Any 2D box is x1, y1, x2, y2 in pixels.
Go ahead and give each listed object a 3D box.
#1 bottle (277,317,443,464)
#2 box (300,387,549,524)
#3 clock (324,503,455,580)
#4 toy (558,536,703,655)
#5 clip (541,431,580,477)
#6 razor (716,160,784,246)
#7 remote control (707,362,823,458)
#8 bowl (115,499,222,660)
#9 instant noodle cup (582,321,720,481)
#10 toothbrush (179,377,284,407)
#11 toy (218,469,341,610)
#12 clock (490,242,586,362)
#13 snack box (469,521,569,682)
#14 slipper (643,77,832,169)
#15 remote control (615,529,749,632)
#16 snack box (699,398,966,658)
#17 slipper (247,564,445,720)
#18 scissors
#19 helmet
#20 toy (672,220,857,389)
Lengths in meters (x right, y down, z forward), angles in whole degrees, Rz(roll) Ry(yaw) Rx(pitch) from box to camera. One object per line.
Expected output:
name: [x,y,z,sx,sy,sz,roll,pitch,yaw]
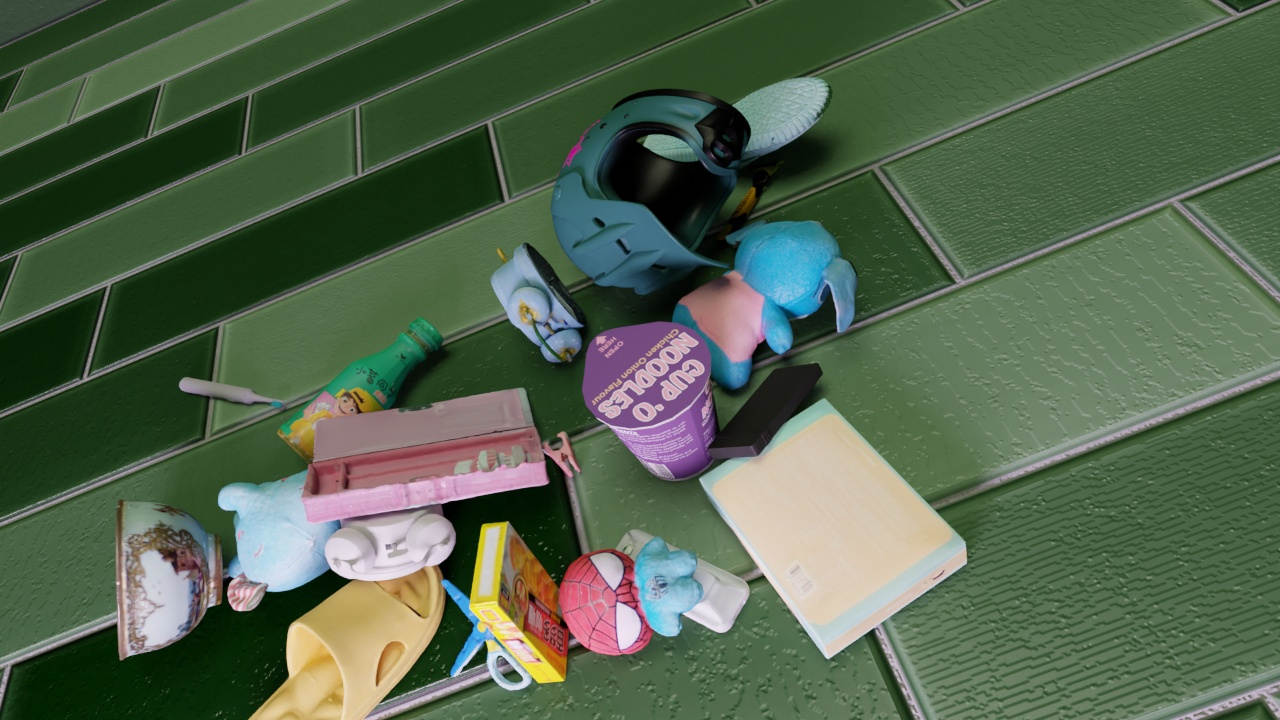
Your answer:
bottle: [-0.319,0.033,1.068,0.068,0.068,0.209,30,68,38]
box: [-0.219,0.095,0.942,0.232,0.040,0.179,-8,25,-10]
clock: [-0.240,0.170,0.889,0.120,0.061,0.159,-8,22,-10]
toy: [-0.009,0.202,0.788,0.133,0.062,0.092,-22,74,20]
clip: [-0.076,0.094,0.949,0.060,0.023,0.045,18,62,40]
razor: [0.126,-0.190,1.102,0.044,0.021,0.143,1,49,46]
remote control: [0.120,0.047,0.871,0.058,0.013,0.133,-9,27,48]
bowl: [-0.484,0.219,0.944,0.093,0.160,0.159,-1,39,-28]
instant noodle cup: [0.018,0.046,0.878,0.121,0.122,0.137,-42,48,-15]
toothbrush: [-0.525,0.042,1.181,0.188,0.018,0.019,7,53,28]
toy: [-0.386,0.164,0.965,0.181,0.115,0.183,14,63,44]
clock: [-0.112,-0.062,1.031,0.060,0.118,0.162,-35,40,7]
snack box: [-0.097,0.206,0.770,0.025,0.152,0.075,-10,48,13]
slipper: [0.119,-0.282,1.156,0.277,0.069,0.115,-1,51,42]
remote control: [0.031,0.192,0.816,0.133,0.022,0.050,19,61,34]
snack box: [0.160,0.136,0.794,0.141,0.044,0.193,-32,47,-6]
slipper: [-0.281,0.278,0.837,0.099,0.078,0.262,22,60,31]
scissors: [-0.136,0.238,0.821,0.126,0.013,0.125,42,107,26]
helmet: [0.007,-0.171,1.005,0.275,0.176,0.200,5,68,60]
toy: [0.118,-0.075,0.967,0.191,0.099,0.224,-42,40,0]
